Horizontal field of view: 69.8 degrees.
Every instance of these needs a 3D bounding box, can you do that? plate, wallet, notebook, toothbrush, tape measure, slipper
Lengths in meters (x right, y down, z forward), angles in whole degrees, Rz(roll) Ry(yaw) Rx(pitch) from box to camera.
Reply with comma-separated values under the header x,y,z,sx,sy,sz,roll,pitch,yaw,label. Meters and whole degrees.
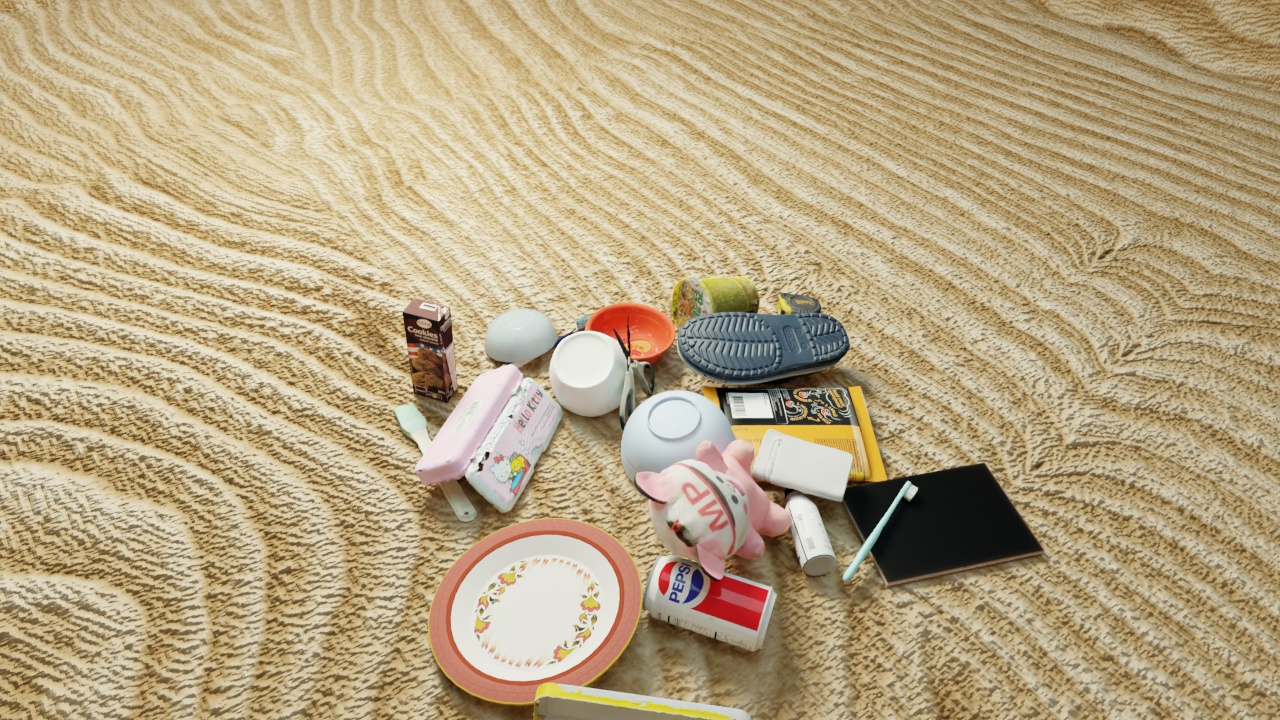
x,y,z,sx,sy,sz,roll,pitch,yaw,label
-0.110,0.264,0.978,0.230,0.021,0.229,-6,41,5,plate
0.198,0.134,1.128,0.116,0.032,0.086,18,38,16,wallet
0.364,0.196,1.121,0.209,0.008,0.141,-8,46,-14,notebook
0.285,0.202,1.087,0.016,0.016,0.180,37,51,17,toothbrush
0.246,-0.074,1.411,0.067,0.038,0.062,5,32,-3,tape measure
0.171,-0.008,1.290,0.252,0.095,0.105,-4,66,-15,slipper
-0.138,-0.023,1.333,0.016,0.017,0.188,30,47,33,toothbrush

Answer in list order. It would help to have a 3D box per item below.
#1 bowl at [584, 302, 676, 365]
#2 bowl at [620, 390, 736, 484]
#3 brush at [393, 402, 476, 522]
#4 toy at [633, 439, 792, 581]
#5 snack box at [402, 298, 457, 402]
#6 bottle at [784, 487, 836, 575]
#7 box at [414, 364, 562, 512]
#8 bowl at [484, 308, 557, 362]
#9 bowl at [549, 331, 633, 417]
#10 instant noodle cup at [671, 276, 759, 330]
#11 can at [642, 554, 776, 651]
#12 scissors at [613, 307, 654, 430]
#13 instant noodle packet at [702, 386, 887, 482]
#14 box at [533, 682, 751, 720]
x,y,z,sx,sy,sz,roll,pitch,yaw,label
-0.016,-0.028,1.327,0.130,0.045,0.130,2,41,-2,bowl
0.044,0.092,1.146,0.150,0.075,0.150,-5,48,6,bowl
-0.259,0.126,1.155,0.033,0.012,0.217,-20,48,-26,brush
0.082,0.164,1.017,0.212,0.084,0.142,-11,70,-60,toy
-0.276,-0.012,1.212,0.051,0.141,0.031,15,42,12,snack box
0.196,0.197,1.087,0.041,0.041,0.115,-3,41,-8,bottle
-0.185,0.102,1.164,0.101,0.103,0.200,-19,28,31,box
-0.175,-0.043,1.319,0.106,0.039,0.106,-6,33,4,bowl
-0.070,0.011,1.226,0.116,0.066,0.116,-3,68,7,bowl
0.117,-0.085,1.374,0.108,0.102,0.102,-15,43,-34,instant noodle cup
0.074,0.258,0.983,0.132,0.070,0.070,16,42,13,can
-0.010,0.017,1.213,0.013,0.157,0.169,5,83,21,scissors
0.200,0.095,1.208,0.220,0.032,0.159,0,48,-5,instant noodle packet
-0.003,0.368,0.848,0.210,0.084,0.079,7,33,2,box
